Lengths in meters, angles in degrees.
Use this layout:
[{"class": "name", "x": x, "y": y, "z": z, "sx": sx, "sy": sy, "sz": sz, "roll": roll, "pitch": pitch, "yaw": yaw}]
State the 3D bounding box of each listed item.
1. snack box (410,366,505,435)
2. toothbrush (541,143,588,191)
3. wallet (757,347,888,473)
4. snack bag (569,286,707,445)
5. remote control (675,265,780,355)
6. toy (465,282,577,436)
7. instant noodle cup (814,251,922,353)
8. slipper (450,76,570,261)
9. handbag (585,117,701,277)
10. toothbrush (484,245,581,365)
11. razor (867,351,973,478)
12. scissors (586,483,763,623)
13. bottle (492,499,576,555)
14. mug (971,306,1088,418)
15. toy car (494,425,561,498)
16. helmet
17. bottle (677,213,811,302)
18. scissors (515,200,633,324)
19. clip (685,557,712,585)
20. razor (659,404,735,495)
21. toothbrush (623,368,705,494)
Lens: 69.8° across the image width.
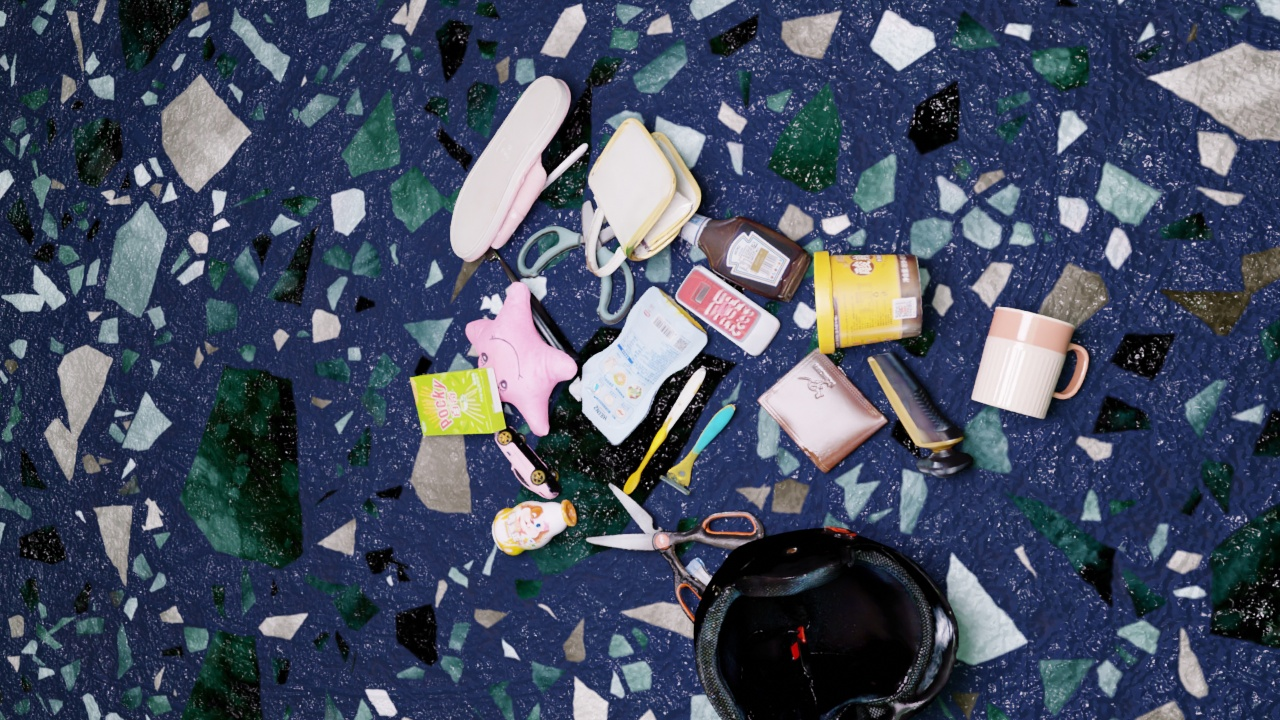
[{"class": "snack box", "x": -0.248, "y": 0.057, "z": 1.236, "sx": 0.157, "sy": 0.026, "sz": 0.086, "roll": -5, "pitch": 98, "yaw": 42}, {"class": "toothbrush", "x": -0.136, "y": -0.231, "z": 1.252, "sx": 0.180, "sy": 0.016, "sz": 0.016, "roll": -41, "pitch": 83, "yaw": 14}, {"class": "wallet", "x": 0.218, "y": 0.059, "z": 1.101, "sx": 0.101, "sy": 0.032, "sz": 0.124, "roll": -44, "pitch": 75, "yaw": 10}, {"class": "snack bag", "x": -0.007, "y": 0.007, "z": 1.182, "sx": 0.110, "sy": 0.038, "sz": 0.191, "roll": 43, "pitch": 103, "yaw": 11}, {"class": "remote control", "x": 0.109, "y": -0.063, "z": 1.151, "sx": 0.136, "sy": 0.020, "sz": 0.056, "roll": 38, "pitch": 99, "yaw": 18}, {"class": "toy", "x": -0.169, "y": 0.014, "z": 1.220, "sx": 0.179, "sy": 0.074, "sz": 0.194, "roll": -40, "pitch": 73, "yaw": 28}, {"class": "instant noodle cup", "x": 0.259, "y": -0.070, "z": 1.050, "sx": 0.114, "sy": 0.118, "sz": 0.118, "roll": -3, "pitch": 86, "yaw": 13}, {"class": "slipper", "x": -0.170, "y": -0.252, "z": 1.233, "sx": 0.114, "sy": 0.054, "sz": 0.275, "roll": 45, "pitch": 109, "yaw": 40}, {"class": "handbag", "x": -0.014, "y": -0.193, "z": 1.160, "sx": 0.179, "sy": 0.063, "sz": 0.163, "roll": -49, "pitch": 46, "yaw": 25}, {"class": "toothbrush", "x": -0.150, "y": -0.076, "z": 1.244, "sx": 0.027, "sy": 0.026, "sz": 0.212, "roll": -39, "pitch": 75, "yaw": 8}, {"class": "razor", "x": 0.316, "y": 0.061, "z": 1.057, "sx": 0.068, "sy": 0.062, "sz": 0.167, "roll": -48, "pitch": 65, "yaw": 44}, {"class": "scissors", "x": 0.046, "y": 0.238, "z": 1.141, "sx": 0.221, "sy": 0.021, "sz": 0.227, "roll": -19, "pitch": 75, "yaw": 9}, {"class": "bottle", "x": -0.139, "y": 0.215, "z": 1.206, "sx": 0.108, "sy": 0.063, "sz": 0.063, "roll": -20, "pitch": 81, "yaw": 18}, {"class": "mug", "x": 0.431, "y": 0.006, "z": 1.005, "sx": 0.114, "sy": 0.081, "sz": 0.106, "roll": 14, "pitch": 95, "yaw": -9}, {"class": "toy car", "x": -0.153, "y": 0.136, "z": 1.220, "sx": 0.037, "sy": 0.056, "sz": 0.122, "roll": -44, "pitch": 74, "yaw": 5}, {"class": "helmet", "x": 0.190, "y": 0.297, "z": 0.998, "sx": 0.274, "sy": 0.230, "sz": 0.233, "roll": -7, "pitch": 95, "yaw": -6}, {"class": "bottle", "x": 0.112, "y": -0.143, "z": 1.142, "sx": 0.195, "sy": 0.044, "sz": 0.080, "roll": 29, "pitch": 97, "yaw": 20}, {"class": "scissors", "x": -0.087, "y": -0.122, "z": 1.228, "sx": 0.170, "sy": 0.019, "sz": 0.171, "roll": -14, "pitch": 84, "yaw": 20}, {"class": "clip", "x": 0.080, "y": 0.275, "z": 1.146, "sx": 0.026, "sy": 0.036, "sz": 0.058, "roll": -46, "pitch": 75, "yaw": 6}, {"class": "razor", "x": 0.078, "y": 0.107, "z": 1.150, "sx": 0.043, "sy": 0.028, "sz": 0.133, "roll": 33, "pitch": 103, "yaw": -5}, {"class": "toothbrush", "x": 0.032, "y": 0.091, "z": 1.176, "sx": 0.016, "sy": 0.018, "sz": 0.191, "roll": 33, "pitch": 96, "yaw": 16}]
